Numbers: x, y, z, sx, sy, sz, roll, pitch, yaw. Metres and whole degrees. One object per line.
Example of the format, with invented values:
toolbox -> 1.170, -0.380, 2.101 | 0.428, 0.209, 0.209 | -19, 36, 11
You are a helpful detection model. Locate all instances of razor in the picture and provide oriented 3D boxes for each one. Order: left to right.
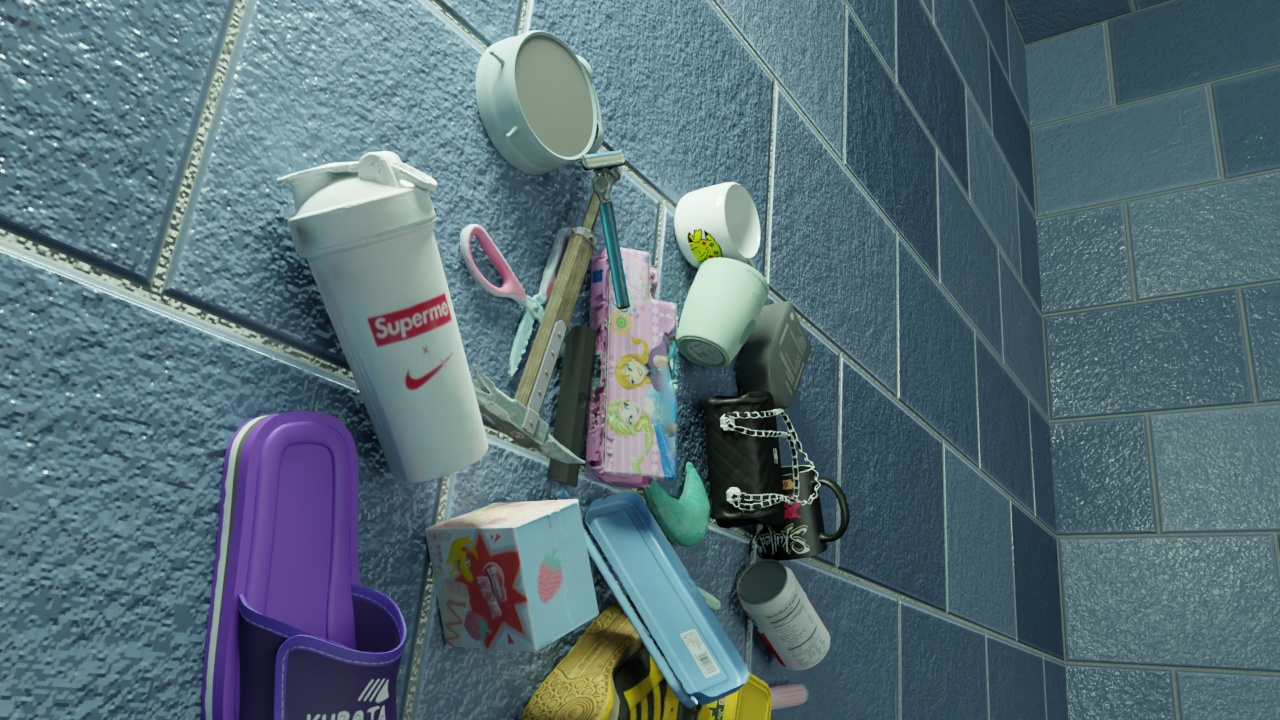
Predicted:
razor -> -0.027, -0.118, 0.844 | 0.042, 0.022, 0.144 | -12, 100, -21

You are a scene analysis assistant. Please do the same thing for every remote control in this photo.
remote control -> -0.060, 0.041, 0.834 | 0.033, 0.015, 0.146 | 26, 66, -53

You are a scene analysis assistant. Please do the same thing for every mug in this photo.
mug -> 0.089, -0.042, 1.033 | 0.111, 0.084, 0.103 | 79, 31, -60
mug -> 0.092, -0.145, 1.061 | 0.115, 0.068, 0.094 | 60, 39, -28
mug -> 0.190, 0.179, 1.086 | 0.081, 0.118, 0.098 | -8, 89, -55

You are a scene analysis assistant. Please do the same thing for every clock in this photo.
clock -> -0.084, -0.236, 0.843 | 0.159, 0.045, 0.122 | -17, 98, -54

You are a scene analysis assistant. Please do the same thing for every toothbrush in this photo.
toothbrush -> 0.044, 0.234, 0.953 | 0.154, 0.015, 0.022 | 41, 52, -45
toothbrush -> 0.132, 0.384, 1.038 | 0.222, 0.027, 0.027 | 21, 85, -52

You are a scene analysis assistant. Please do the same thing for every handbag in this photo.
handbag -> 0.129, 0.108, 1.002 | 0.125, 0.115, 0.153 | 16, 71, -71

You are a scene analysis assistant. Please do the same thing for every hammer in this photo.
hammer -> -0.062, -0.065, 0.821 | 0.147, 0.028, 0.316 | 42, 49, -37

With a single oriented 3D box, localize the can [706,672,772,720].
can -> 0.057, 0.362, 0.865 | 0.072, 0.101, 0.130 | 44, 49, -42

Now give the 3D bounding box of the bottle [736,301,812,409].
bottle -> 0.161, 0.013, 1.146 | 0.084, 0.046, 0.173 | 58, 40, -30

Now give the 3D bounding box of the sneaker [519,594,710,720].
sneaker -> -0.019, 0.309, 0.775 | 0.237, 0.086, 0.122 | -44, 114, -55

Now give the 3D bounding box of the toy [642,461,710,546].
toy -> 0.041, 0.151, 0.955 | 0.105, 0.033, 0.085 | -4, 72, -58

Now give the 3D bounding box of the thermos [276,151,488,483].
thermos -> -0.167, -0.030, 0.635 | 0.099, 0.099, 0.220 | -36, 116, -53

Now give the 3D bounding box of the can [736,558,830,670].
can -> 0.167, 0.297, 1.070 | 0.132, 0.070, 0.070 | 58, 40, -30

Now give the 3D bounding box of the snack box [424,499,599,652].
snack box -> -0.097, 0.160, 0.691 | 0.079, 0.095, 0.093 | -13, 94, -56

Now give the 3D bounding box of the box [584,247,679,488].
box -> -0.004, 0.005, 0.884 | 0.084, 0.071, 0.230 | 20, 67, -53

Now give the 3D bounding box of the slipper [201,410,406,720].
slipper -> -0.193, 0.162, 0.558 | 0.107, 0.084, 0.266 | 7, 77, -55

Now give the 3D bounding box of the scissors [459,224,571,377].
scissors -> -0.095, -0.068, 0.817 | 0.170, 0.013, 0.176 | 56, 42, -32

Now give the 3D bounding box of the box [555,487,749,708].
box -> 0.002, 0.199, 0.785 | 0.124, 0.043, 0.209 | 15, 33, -53
